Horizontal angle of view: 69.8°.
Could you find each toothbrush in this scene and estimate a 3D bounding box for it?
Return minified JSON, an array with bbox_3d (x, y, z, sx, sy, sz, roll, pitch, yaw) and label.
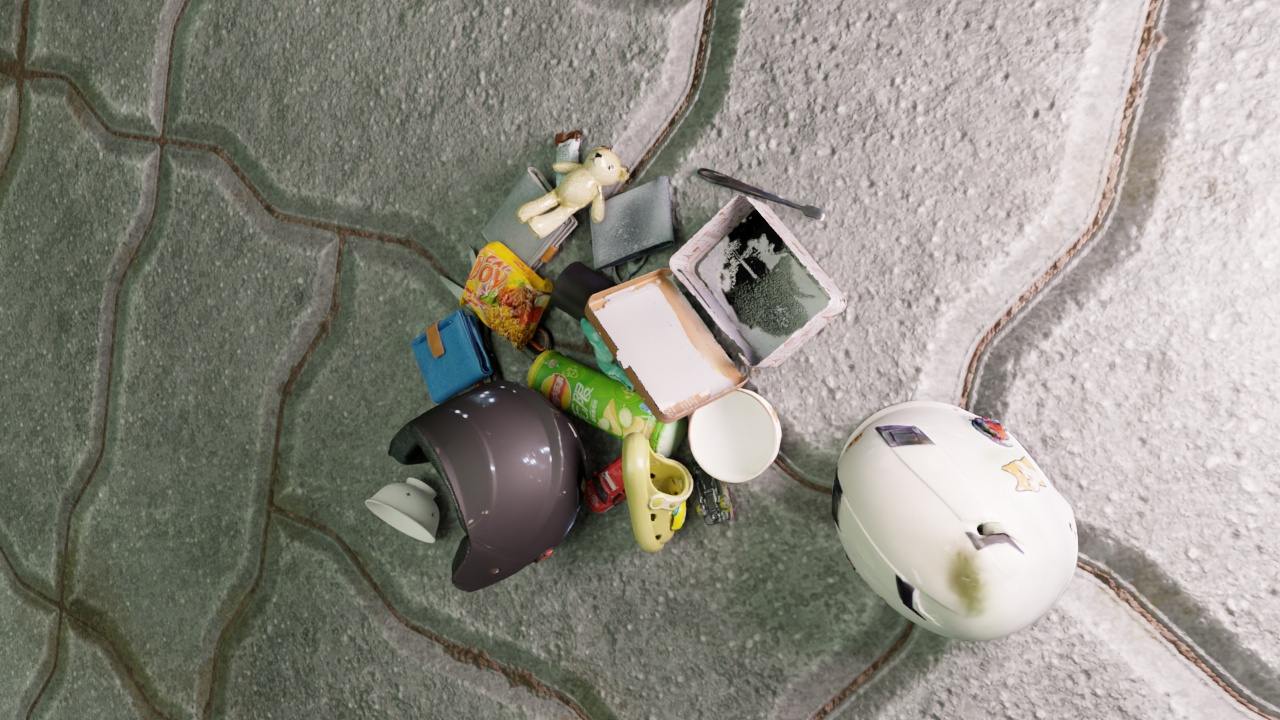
[{"bbox_3d":[0.144,-0.203,1.116,0.181,0.018,0.015,27,96,28],"label":"toothbrush"}]

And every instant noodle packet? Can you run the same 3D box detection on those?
[{"bbox_3d":[-0.188,-0.091,1.265,0.128,0.044,0.111,37,111,23],"label":"instant noodle packet"}]

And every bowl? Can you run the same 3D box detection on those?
[{"bbox_3d":[0.122,0.087,1.113,0.114,0.062,0.113,2,94,30],"label":"bowl"},{"bbox_3d":[-0.342,0.215,1.371,0.118,0.118,0.064,14,60,28],"label":"bowl"}]

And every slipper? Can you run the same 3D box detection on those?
[{"bbox_3d":[0.024,0.163,1.124,0.082,0.191,0.091,-5,45,8],"label":"slipper"}]

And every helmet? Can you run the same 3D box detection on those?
[{"bbox_3d":[0.308,0.172,0.958,0.274,0.156,0.230,48,113,19],"label":"helmet"},{"bbox_3d":[-0.179,0.151,1.191,0.230,0.275,0.233,-32,66,0],"label":"helmet"}]

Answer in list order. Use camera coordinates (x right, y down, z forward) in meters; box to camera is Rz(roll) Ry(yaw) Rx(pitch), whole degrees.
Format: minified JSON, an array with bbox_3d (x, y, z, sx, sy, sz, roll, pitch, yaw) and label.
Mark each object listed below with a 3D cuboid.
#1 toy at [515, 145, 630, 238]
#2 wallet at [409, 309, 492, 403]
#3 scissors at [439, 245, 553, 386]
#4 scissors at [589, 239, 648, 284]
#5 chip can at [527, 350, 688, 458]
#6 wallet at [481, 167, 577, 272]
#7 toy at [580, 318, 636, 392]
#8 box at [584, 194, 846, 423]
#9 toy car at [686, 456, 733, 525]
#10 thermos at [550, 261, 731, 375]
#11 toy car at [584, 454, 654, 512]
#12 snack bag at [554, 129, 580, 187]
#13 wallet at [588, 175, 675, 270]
[{"bbox_3d":[-0.090,-0.220,1.191,0.157,0.066,0.105,-38,70,-7],"label":"toy"},{"bbox_3d":[-0.277,-0.006,1.337,0.133,0.040,0.106,-26,83,39],"label":"wallet"},{"bbox_3d":[-0.218,-0.047,1.321,0.221,0.021,0.225,18,102,27],"label":"scissors"},{"bbox_3d":[-0.023,-0.096,1.215,0.166,0.014,0.163,-48,71,24],"label":"scissors"},{"bbox_3d":[-0.043,0.057,1.199,0.221,0.072,0.073,24,103,26],"label":"chip can"},{"bbox_3d":[-0.152,-0.184,1.267,0.106,0.036,0.130,52,125,9],"label":"wallet"},{"bbox_3d":[-0.037,-0.003,1.155,0.030,0.092,0.096,-38,62,-11],"label":"toy"},{"bbox_3d":[0.088,-0.059,1.078,0.272,0.130,0.179,-34,73,-5],"label":"box"},{"bbox_3d":[0.089,0.159,1.150,0.042,0.035,0.090,-22,76,27],"label":"toy car"},{"bbox_3d":[-0.004,-0.043,1.156,0.242,0.090,0.068,31,98,21],"label":"thermos"},{"bbox_3d":[-0.030,0.156,1.212,0.121,0.045,0.053,-41,71,27],"label":"toy car"},{"bbox_3d":[-0.098,-0.258,1.242,0.045,0.026,0.105,-2,90,37],"label":"snack bag"},{"bbox_3d":[-0.012,-0.177,1.187,0.121,0.019,0.097,-17,65,26],"label":"wallet"}]
